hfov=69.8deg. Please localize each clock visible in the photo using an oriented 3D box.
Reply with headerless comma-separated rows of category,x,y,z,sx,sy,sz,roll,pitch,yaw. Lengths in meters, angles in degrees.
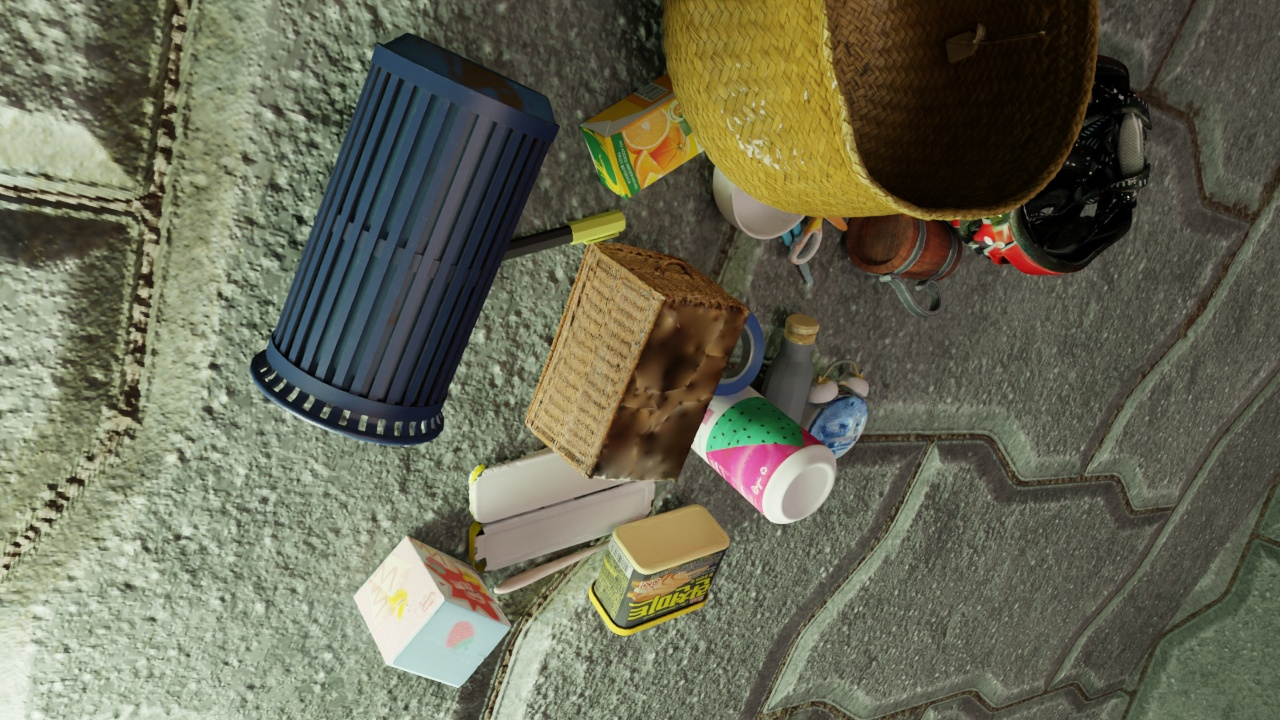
clock,0.219,0.056,1.055,0.088,0.052,0.126,-3,119,-34

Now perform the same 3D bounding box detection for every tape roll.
tape roll,0.079,-0.012,0.901,0.091,0.016,0.093,-21,98,-22

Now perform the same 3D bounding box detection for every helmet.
helmet,0.407,-0.198,0.940,0.271,0.167,0.217,-22,110,-38

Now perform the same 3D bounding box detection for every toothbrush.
toothbrush,-0.071,0.211,0.969,0.180,0.015,0.018,-17,132,-28

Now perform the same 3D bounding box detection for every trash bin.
trash bin,-0.157,-0.084,0.630,0.139,0.139,0.250,13,108,-41

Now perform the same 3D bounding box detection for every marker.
marker,-0.070,-0.101,0.764,0.123,0.017,0.021,-19,127,-24

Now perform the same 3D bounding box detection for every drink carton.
drink carton,0.018,-0.193,0.754,0.122,0.041,0.058,-35,133,-14

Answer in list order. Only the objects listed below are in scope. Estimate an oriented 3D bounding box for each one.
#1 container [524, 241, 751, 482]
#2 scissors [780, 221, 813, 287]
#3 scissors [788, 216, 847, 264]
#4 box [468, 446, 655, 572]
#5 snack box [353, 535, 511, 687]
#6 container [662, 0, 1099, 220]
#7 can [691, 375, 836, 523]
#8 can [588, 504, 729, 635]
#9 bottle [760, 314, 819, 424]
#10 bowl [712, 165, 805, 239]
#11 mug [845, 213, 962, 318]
container,-0.005,0.005,0.816,0.113,0.113,0.199,6,113,-39
scissors,0.155,-0.120,0.921,0.056,0.015,0.137,-41,130,-10
scissors,0.178,-0.153,0.910,0.125,0.011,0.128,28,92,-49
box,-0.072,0.134,0.915,0.209,0.023,0.127,-12,126,-29
snack box,-0.189,0.229,0.838,0.079,0.095,0.093,-49,134,0
container,0.173,-0.252,0.685,0.306,0.197,0.307,-7,102,-33
can,0.113,0.084,0.916,0.088,0.166,0.088,-19,127,-26
can,0.022,0.223,0.990,0.130,0.072,0.101,-10,133,-34
bottle,0.156,0.029,0.985,0.072,0.046,0.161,-45,149,-57
bowl,0.110,-0.168,0.828,0.104,0.054,0.105,-19,129,-25
mug,0.283,-0.105,0.965,0.111,0.082,0.117,6,78,-43
